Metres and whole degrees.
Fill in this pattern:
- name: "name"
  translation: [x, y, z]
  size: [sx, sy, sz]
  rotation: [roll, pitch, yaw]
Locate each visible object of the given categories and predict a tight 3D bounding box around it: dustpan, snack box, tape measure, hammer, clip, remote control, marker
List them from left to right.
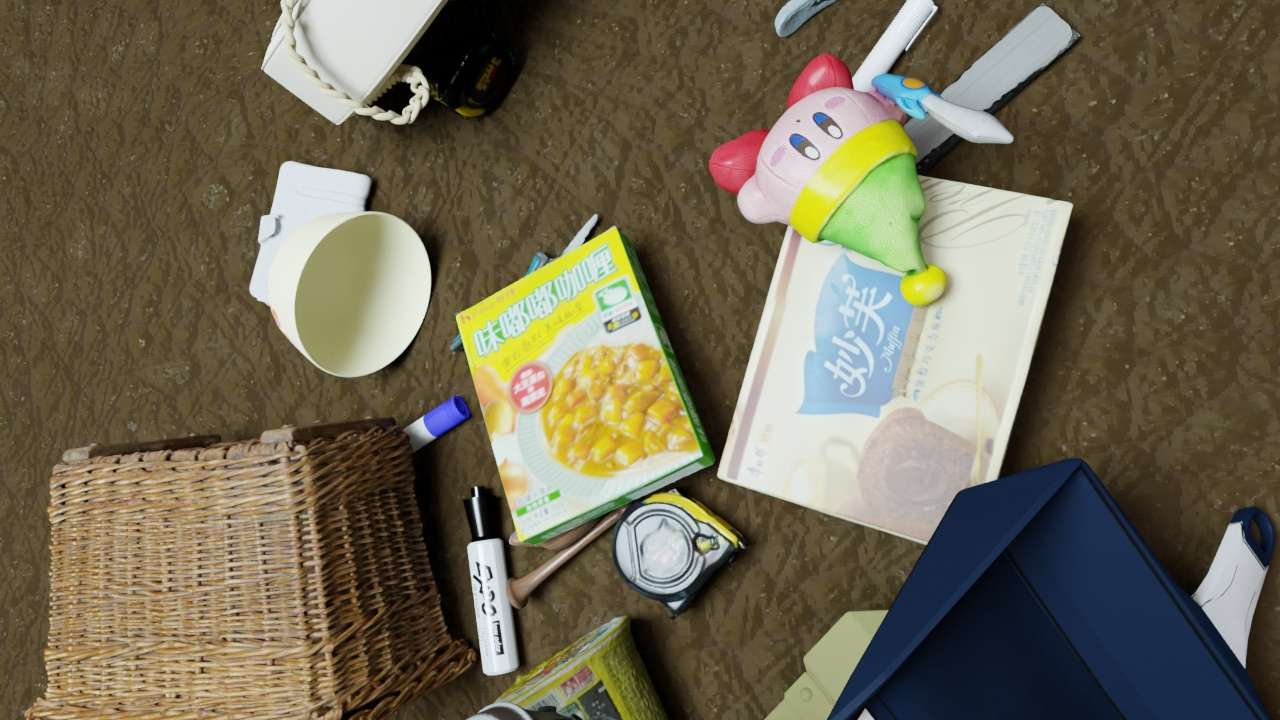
- name: "marker"
  translation: [-0.187, 0.069, 0.675]
  size: [0.142, 0.020, 0.020]
  rotation: [-32, 74, 13]
- name: "tape measure"
  translation: [-0.122, -0.212, 0.663]
  size: [0.038, 0.062, 0.067]
  rotation: [36, 97, 19]
- name: "marker"
  translation: [-0.104, 0.150, 0.632]
  size: [0.025, 0.025, 0.125]
  rotation: [-13, 79, 17]
- name: "snack box"
  translation: [-0.041, 0.015, 0.592]
  size: [0.132, 0.027, 0.168]
  rotation: [-27, 66, 16]
- name: "tape measure"
  translation: [0.020, 0.119, 0.585]
  size: [0.072, 0.042, 0.071]
  rotation: [42, 98, 15]
- name: "hammer"
  translation: [0.041, 0.189, 0.410]
  size: [0.190, 0.324, 0.100]
  rotation: [-49, 47, 7]
- name: "marker"
  translation: [0.144, -0.175, 0.590]
  size: [0.020, 0.017, 0.133]
  rotation: [37, 96, 18]
- name: "clip"
  translation: [0.152, -0.288, 0.597]
  size: [0.163, 0.028, 0.108]
  rotation: [-19, 76, 15]
- name: "snack box"
  translation: [0.149, -0.004, 0.547]
  size: [0.153, 0.055, 0.207]
  rotation: [15, 88, 20]
- name: "remote control"
  translation: [0.205, -0.163, 0.570]
  size: [0.136, 0.013, 0.033]
  rotation: [-41, 74, 9]
- name: "dustpan"
  translation: [0.238, 0.162, 0.431]
  size: [0.236, 0.272, 0.080]
  rotation: [53, 137, -4]

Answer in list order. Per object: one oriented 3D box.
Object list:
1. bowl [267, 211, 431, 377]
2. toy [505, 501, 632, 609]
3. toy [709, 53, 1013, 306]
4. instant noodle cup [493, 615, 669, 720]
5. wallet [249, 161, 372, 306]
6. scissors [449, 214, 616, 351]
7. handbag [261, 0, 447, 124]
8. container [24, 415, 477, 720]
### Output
- name: "bowl"
  translation: [-0.219, -0.055, 0.656]
  size: [0.074, 0.118, 0.118]
  rotation: [20, 90, 31]
- name: "toy"
  translation: [-0.056, 0.113, 0.613]
  size: [0.102, 0.041, 0.055]
  rotation: [-38, 95, 3]
- name: "toy"
  translation: [0.123, -0.100, 0.508]
  size: [0.124, 0.097, 0.131]
  rotation: [-40, 52, 3]
- name: "instant noodle cup"
  translation: [-0.022, 0.228, 0.563]
  size: [0.102, 0.102, 0.108]
  rotation: [-34, 82, 12]
- name: "wallet"
  translation: [-0.257, -0.096, 0.712]
  size: [0.086, 0.032, 0.116]
  rotation: [8, 86, 17]
- name: "scissors"
  translation: [-0.077, -0.037, 0.649]
  size: [0.122, 0.019, 0.149]
  rotation: [4, 80, 23]
- name: "handbag"
  translation: [-0.166, -0.262, 0.631]
  size: [0.211, 0.103, 0.208]
  rotation: [-50, 27, 7]
- name: "container"
  translation: [-0.263, 0.137, 0.607]
  size: [0.250, 0.162, 0.183]
  rotation: [-7, 88, 18]
